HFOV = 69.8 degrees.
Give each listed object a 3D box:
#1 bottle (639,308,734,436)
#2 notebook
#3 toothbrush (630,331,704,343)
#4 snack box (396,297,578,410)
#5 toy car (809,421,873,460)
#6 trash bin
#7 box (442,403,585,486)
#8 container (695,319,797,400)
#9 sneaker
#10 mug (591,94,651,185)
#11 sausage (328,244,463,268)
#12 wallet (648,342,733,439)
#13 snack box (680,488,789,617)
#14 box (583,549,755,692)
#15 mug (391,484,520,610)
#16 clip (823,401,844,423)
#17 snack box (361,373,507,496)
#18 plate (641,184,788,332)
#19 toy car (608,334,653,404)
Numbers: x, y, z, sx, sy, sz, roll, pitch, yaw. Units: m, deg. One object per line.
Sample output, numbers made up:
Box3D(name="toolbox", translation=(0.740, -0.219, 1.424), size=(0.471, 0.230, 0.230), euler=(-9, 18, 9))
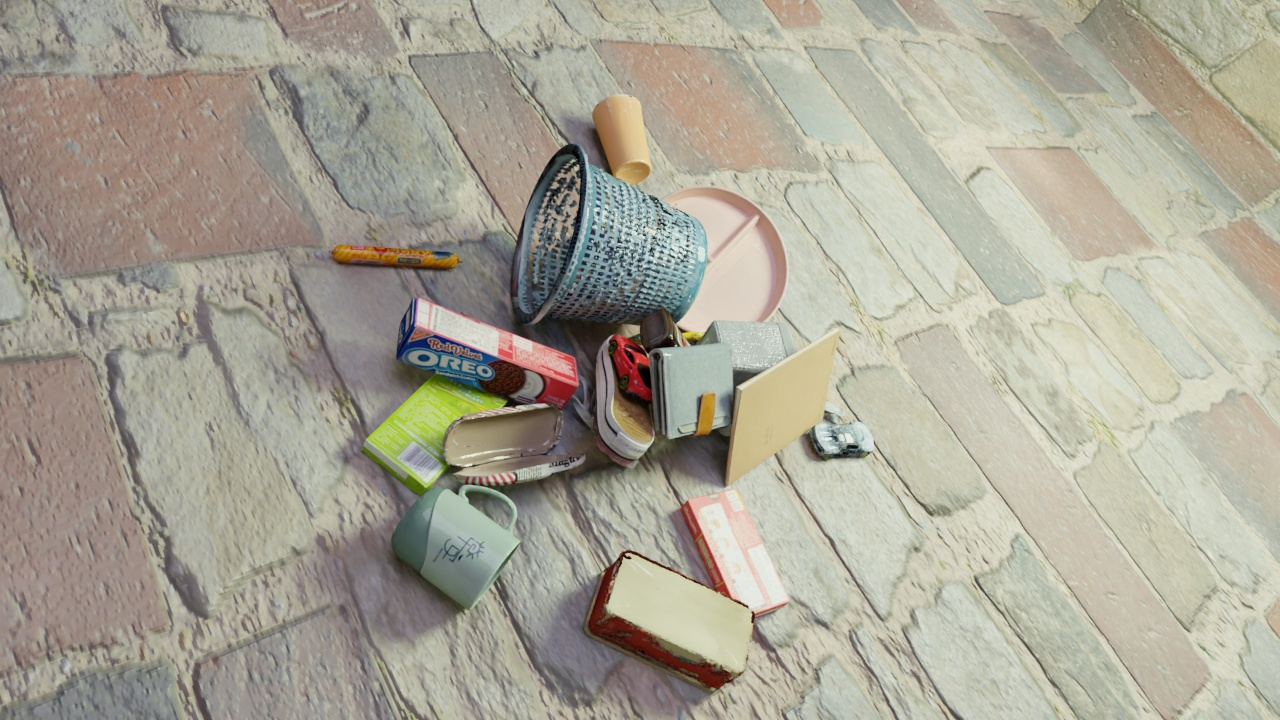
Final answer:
Box3D(name="bottle", translation=(0.068, 0.023, 1.143), size=(0.195, 0.044, 0.079), euler=(50, 18, -33))
Box3D(name="notebook", translation=(0.184, 0.058, 1.180), size=(0.012, 0.150, 0.210), euler=(29, 40, 35))
Box3D(name="toothbrush", translation=(0.080, -0.035, 1.248), size=(0.191, 0.018, 0.016), euler=(-3, 81, -16))
Box3D(name="snack box", translation=(-0.175, -0.003, 1.054), size=(0.207, 0.057, 0.058), euler=(22, 33, -25))
Box3D(name="toy car", translation=(0.281, 0.108, 1.263), size=(0.105, 0.031, 0.049), euler=(1, 59, -30))
Box3D(name="trash bin", translation=(-0.033, -0.132, 1.153), size=(0.195, 0.227, 0.226), euler=(14, 51, -25))
Box3D(name="box", translation=(-0.133, 0.099, 1.009), size=(0.087, 0.076, 0.162), euler=(30, 22, 37))
Box3D(name="container", translation=(0.138, 0.001, 1.229), size=(0.114, 0.090, 0.090), euler=(5, 54, -22))
Box3D(name="sneaker", translation=(-0.032, 0.054, 1.103), size=(0.118, 0.088, 0.240), euler=(34, 25, -18))
Box3D(name="mug", translation=(-0.025, -0.334, 1.402), size=(0.078, 0.078, 0.122), euler=(1, 62, -27))
Box3D(name="sausage", translation=(-0.300, -0.128, 1.136), size=(0.165, 0.022, 0.021), euler=(1, 57, -28))
Box3D(name="wallet", translation=(0.065, 0.035, 1.064), size=(0.129, 0.037, 0.106), euler=(-6, 92, -48))
Box3D(name="snack box", translation=(0.111, 0.229, 1.087), size=(0.075, 0.026, 0.152), euler=(-9, 61, -31))
Box3D(name="box", translation=(0.035, 0.276, 0.977), size=(0.168, 0.079, 0.091), euler=(27, 48, -7))
Box3D(name="mug", translation=(-0.180, 0.175, 0.926), size=(0.106, 0.082, 0.111), euler=(36, 73, 5))
Box3D(name="clip", translation=(0.259, 0.068, 1.292), size=(0.058, 0.036, 0.025), euler=(25, 47, -4))
Box3D(name="snack box", translation=(-0.227, 0.071, 1.025), size=(0.086, 0.026, 0.156), euler=(37, 48, 1))
Box3D(name="plate", translation=(0.101, -0.138, 1.304), size=(0.229, 0.028, 0.229), euler=(4, 75, -15))
Box3D(name="toy car", translation=(-0.006, 0.006, 1.074), size=(0.049, 0.031, 0.106), euler=(26, 27, -35))
